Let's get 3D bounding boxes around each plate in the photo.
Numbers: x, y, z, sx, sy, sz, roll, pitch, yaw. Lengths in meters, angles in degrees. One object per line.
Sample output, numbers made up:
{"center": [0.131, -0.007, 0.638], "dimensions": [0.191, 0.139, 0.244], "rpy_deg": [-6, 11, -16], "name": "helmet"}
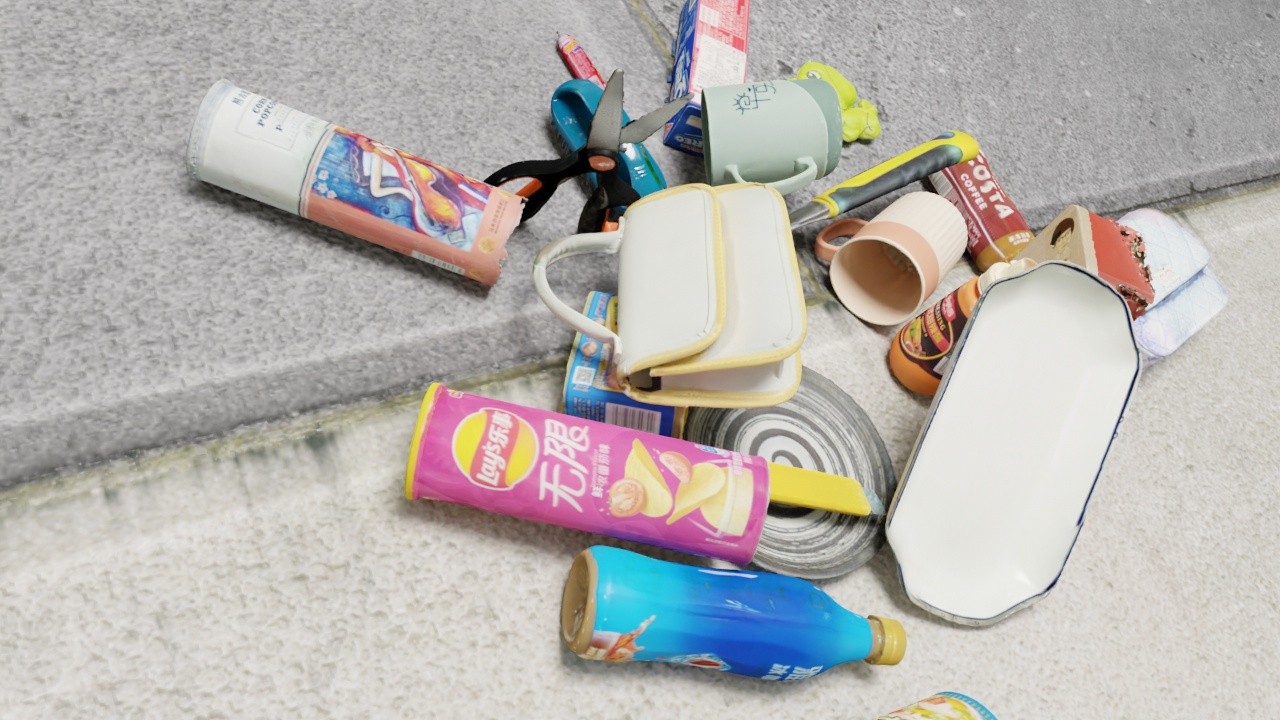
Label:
{"center": [0.105, 0.076, 0.668], "dimensions": [0.179, 0.024, 0.179], "rpy_deg": [10, 55, -15], "name": "plate"}
{"center": [0.262, 0.059, 0.660], "dimensions": [0.162, 0.034, 0.265], "rpy_deg": [21, 91, -20], "name": "plate"}

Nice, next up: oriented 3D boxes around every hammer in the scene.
{"center": [0.164, -0.137, 0.774], "dimensions": [0.322, 0.032, 0.126], "rpy_deg": [-27, 40, -28], "name": "hammer"}

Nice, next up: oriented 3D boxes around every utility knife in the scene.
{"center": [0.096, 0.088, 0.631], "dimensions": [0.167, 0.015, 0.033], "rpy_deg": [12, 62, -16], "name": "utility knife"}

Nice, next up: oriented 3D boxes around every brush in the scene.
{"center": [-0.026, -0.174, 0.744], "dimensions": [0.055, 0.074, 0.144], "rpy_deg": [-26, 72, -18], "name": "brush"}

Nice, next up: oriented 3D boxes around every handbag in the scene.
{"center": [0.488, -0.071, 0.903], "dimensions": [0.193, 0.076, 0.134], "rpy_deg": [-27, 72, -36], "name": "handbag"}
{"center": [0.015, -0.049, 0.606], "dimensions": [0.179, 0.063, 0.163], "rpy_deg": [-2, 50, 2], "name": "handbag"}

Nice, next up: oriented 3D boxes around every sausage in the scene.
{"center": [-0.038, -0.239, 0.815], "dimensions": [0.020, 0.020, 0.155], "rpy_deg": [-16, 66, -31], "name": "sausage"}

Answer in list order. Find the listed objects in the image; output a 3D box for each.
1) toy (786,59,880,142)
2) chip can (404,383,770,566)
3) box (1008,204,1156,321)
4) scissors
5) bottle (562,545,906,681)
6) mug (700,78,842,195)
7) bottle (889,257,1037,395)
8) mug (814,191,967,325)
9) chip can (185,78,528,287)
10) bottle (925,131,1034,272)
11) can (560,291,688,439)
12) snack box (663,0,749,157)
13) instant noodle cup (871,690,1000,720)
{"center": [0.196, -0.262, 0.928], "dimensions": [0.096, 0.031, 0.100], "rpy_deg": [-13, 69, -30], "name": "toy"}
{"center": [-0.031, 0.071, 0.559], "dimensions": [0.210, 0.072, 0.071], "rpy_deg": [13, 54, -5], "name": "chip can"}
{"center": [0.335, -0.038, 0.752], "dimensions": [0.077, 0.169, 0.091], "rpy_deg": [21, 53, -10], "name": "box"}
{"center": [-0.043, -0.132, 0.630], "dimensions": [0.198, 0.227, 0.021], "rpy_deg": [3, 73, 12], "name": "scissors"}
{"center": [0.064, 0.161, 0.565], "dimensions": [0.218, 0.065, 0.065], "rpy_deg": [12, 54, -16], "name": "bottle"}
{"center": [0.107, -0.175, 0.744], "dimensions": [0.106, 0.082, 0.111], "rpy_deg": [-4, 53, 1], "name": "mug"}
{"center": [0.260, -0.030, 0.726], "dimensions": [0.066, 0.150, 0.066], "rpy_deg": [11, 55, -17], "name": "bottle"}
{"center": [0.214, -0.096, 0.803], "dimensions": [0.115, 0.082, 0.105], "rpy_deg": [23, 43, 30], "name": "mug"}
{"center": [-0.191, -0.119, 0.636], "dimensions": [0.214, 0.071, 0.071], "rpy_deg": [20, 53, -12], "name": "chip can"}
{"center": [0.334, -0.140, 0.891], "dimensions": [0.057, 0.058, 0.174], "rpy_deg": [-6, 62, -27], "name": "bottle"}
{"center": [-0.004, 0.004, 0.635], "dimensions": [0.083, 0.057, 0.101], "rpy_deg": [10, 52, 5], "name": "can"}
{"center": [0.064, -0.281, 0.866], "dimensions": [0.058, 0.057, 0.207], "rpy_deg": [19, 53, -15], "name": "snack box"}
{"center": [0.164, 0.247, 0.540], "dimensions": [0.109, 0.099, 0.099], "rpy_deg": [-9, 63, -36], "name": "instant noodle cup"}
